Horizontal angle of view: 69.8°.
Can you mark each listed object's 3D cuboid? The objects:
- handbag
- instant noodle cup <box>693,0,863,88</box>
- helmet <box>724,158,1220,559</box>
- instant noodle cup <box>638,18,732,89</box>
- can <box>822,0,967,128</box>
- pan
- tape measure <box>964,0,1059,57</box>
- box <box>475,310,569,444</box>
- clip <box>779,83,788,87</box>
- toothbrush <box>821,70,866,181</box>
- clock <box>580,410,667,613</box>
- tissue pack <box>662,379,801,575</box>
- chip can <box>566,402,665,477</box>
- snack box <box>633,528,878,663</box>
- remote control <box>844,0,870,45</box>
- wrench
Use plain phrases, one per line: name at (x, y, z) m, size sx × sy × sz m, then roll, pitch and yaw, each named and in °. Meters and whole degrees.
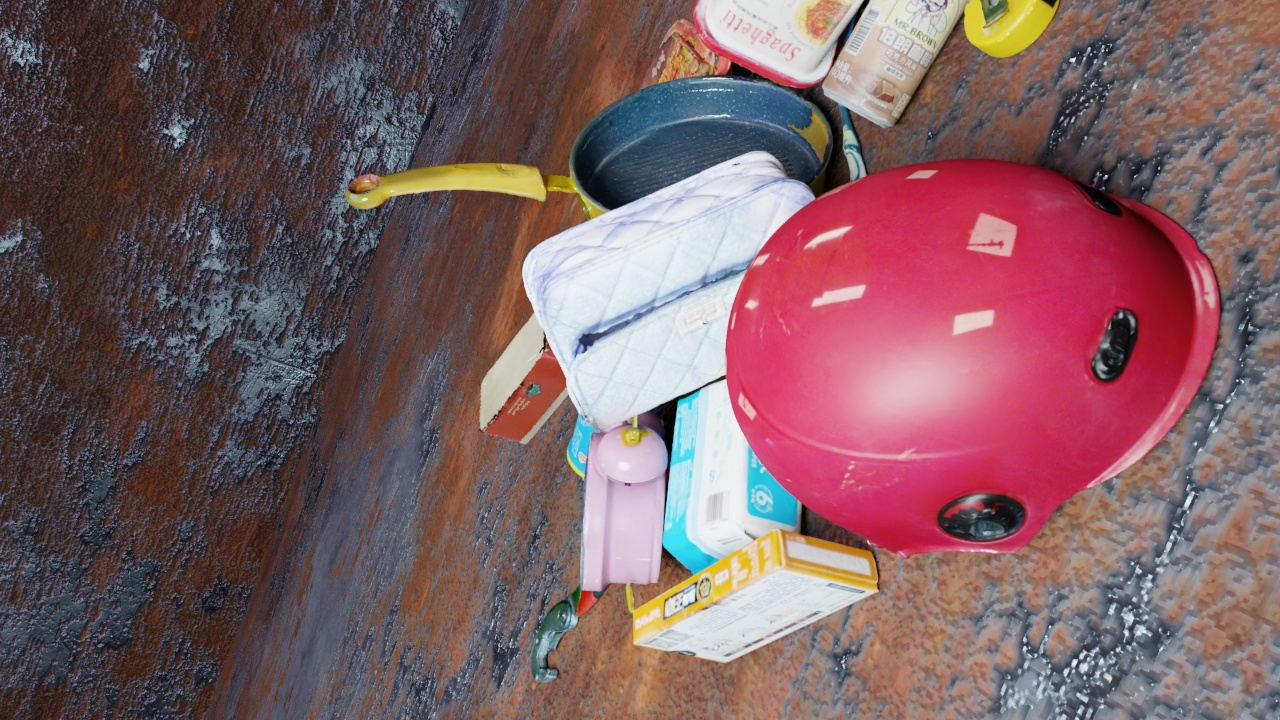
handbag at (0.029, -0.041, 0.600) m, size 0.194 × 0.134 × 0.075 m, roll -24°, pitch 40°, yaw -1°
instant noodle cup at (0.115, -0.282, 0.670) m, size 0.124 × 0.116 × 0.116 m, roll 149°, pitch 141°, yaw -69°
helmet at (0.136, -0.015, 0.469) m, size 0.241 × 0.144 × 0.206 m, roll -31°, pitch 44°, yaw 52°
instant noodle cup at (0.037, -0.221, 0.876) m, size 0.189 × 0.079 × 0.164 m, roll -62°, pitch 27°, yaw 21°
can at (0.177, -0.222, 0.623) m, size 0.116 × 0.058 × 0.058 m, roll -61°, pitch 27°, yaw 19°
pan at (-0.032, -0.142, 0.683) m, size 0.078 × 0.357 × 0.197 m, roll 79°, pitch 172°, yaw -45°
tape measure at (0.224, -0.217, 0.560) m, size 0.060 × 0.029 × 0.057 m, roll -36°, pitch 42°, yaw 50°
box at (-0.130, 0.013, 1.045) m, size 0.169 × 0.076 × 0.091 m, roll -48°, pitch 34°, yaw 38°
clip at (0.119, -0.211, 0.783) m, size 0.033 × 0.013 × 0.054 m, roll -52°, pitch 29°, yaw 35°
toothbrush at (0.152, -0.153, 0.670) m, size 0.016 × 0.018 × 0.191 m, roll -45°, pitch 34°, yaw 43°
clock at (-0.011, 0.095, 0.685) m, size 0.117 × 0.060 × 0.158 m, roll -85°, pitch -3°, yaw -81°
tissue pack at (0.066, 0.076, 0.628) m, size 0.090 × 0.063 × 0.139 m, roll -28°, pitch 49°, yaw 52°
chip can at (-0.004, 0.004, 0.747) m, size 0.071 × 0.071 × 0.211 m, roll -107°, pitch 28°, yaw -51°
snack box at (0.066, 0.149, 0.564) m, size 0.154 × 0.075 × 0.026 m, roll -44°, pitch 37°, yaw 44°
remote control at (0.187, -0.284, 0.685) m, size 0.049 × 0.024 × 0.125 m, roll 2°, pitch 73°, yaw 64°
wrench at (-0.032, 0.187, 0.800) m, size 0.274 × 0.016 × 0.056 m, roll -56°, pitch 33°, yaw 28°
